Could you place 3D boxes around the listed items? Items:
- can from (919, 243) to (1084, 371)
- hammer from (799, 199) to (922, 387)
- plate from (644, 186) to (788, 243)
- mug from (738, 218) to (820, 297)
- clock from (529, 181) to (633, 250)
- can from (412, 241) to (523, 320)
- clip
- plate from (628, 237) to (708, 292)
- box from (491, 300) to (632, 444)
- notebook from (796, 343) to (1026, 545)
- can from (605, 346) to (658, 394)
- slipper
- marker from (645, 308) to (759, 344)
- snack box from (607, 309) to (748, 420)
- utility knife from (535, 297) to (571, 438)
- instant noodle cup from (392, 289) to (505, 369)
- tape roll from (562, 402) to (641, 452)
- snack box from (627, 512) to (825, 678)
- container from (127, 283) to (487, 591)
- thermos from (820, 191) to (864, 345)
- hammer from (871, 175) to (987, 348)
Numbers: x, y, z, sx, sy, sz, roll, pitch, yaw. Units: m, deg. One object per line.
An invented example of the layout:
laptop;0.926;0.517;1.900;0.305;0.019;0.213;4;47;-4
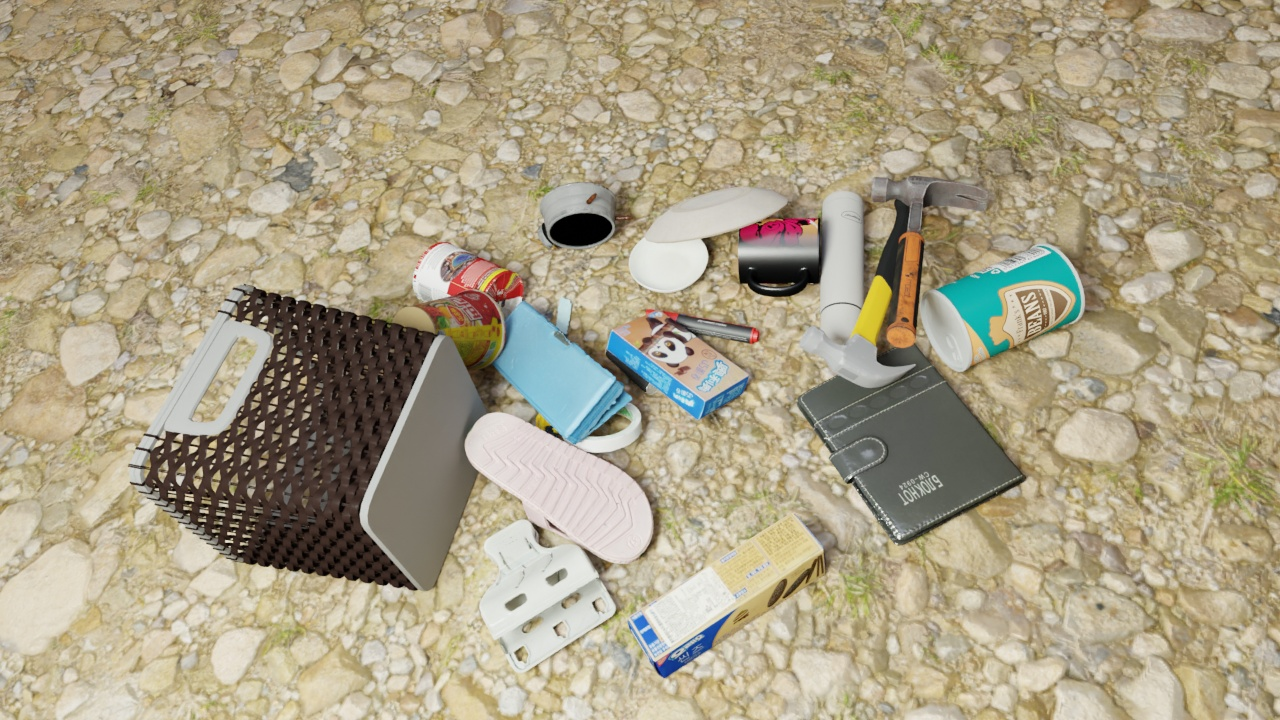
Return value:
can;0.410;-0.061;1.048;0.144;0.099;0.099;-23;56;-5
hammer;0.291;-0.091;1.096;0.127;0.029;0.322;33;51;-3
plate;0.094;-0.194;1.176;0.189;0.027;0.188;-15;18;5
mug;0.173;-0.124;1.142;0.098;0.082;0.117;1;49;11
clock;-0.093;-0.189;1.237;0.148;0.103;0.056;-24;61;31
can;-0.225;-0.096;1.199;0.116;0.087;0.086;25;64;24
clip;-0.114;0.231;0.967;0.126;0.099;0.152;-29;67;-12
plate;0.038;-0.126;1.206;0.104;0.026;0.104;-5;57;7
box;-0.104;0.014;1.101;0.093;0.054;0.231;-52;44;-1
notebook;0.291;0.086;1.019;0.169;0.029;0.209;-25;53;-9
can;-0.007;0.007;1.123;0.031;0.031;0.080;-39;59;-15
slipper;-0.090;0.143;1.030;0.239;0.064;0.094;31;63;12
marker;0.077;-0.043;1.148;0.145;0.021;0.023;11;30;17
snack box;0.044;0.002;1.090;0.151;0.034;0.087;37;42;26
utility knife;-0.107;0.007;1.155;0.030;0.019;0.216;3;54;2
instant noodle cup;-0.234;-0.035;1.096;0.100;0.112;0.100;2;95;28
tape roll;-0.046;0.075;1.070;0.094;0.018;0.093;-4;29;2
snack box;0.090;0.240;0.937;0.206;0.057;0.056;-30;53;-9
container;-0.332;0.094;1.002;0.244;0.246;0.246;10;59;12
thermos;0.251;-0.111;1.140;0.052;0.052;0.223;1;57;11
hammer;0.323;-0.121;1.052;0.138;0.035;0.313;6;42;16
